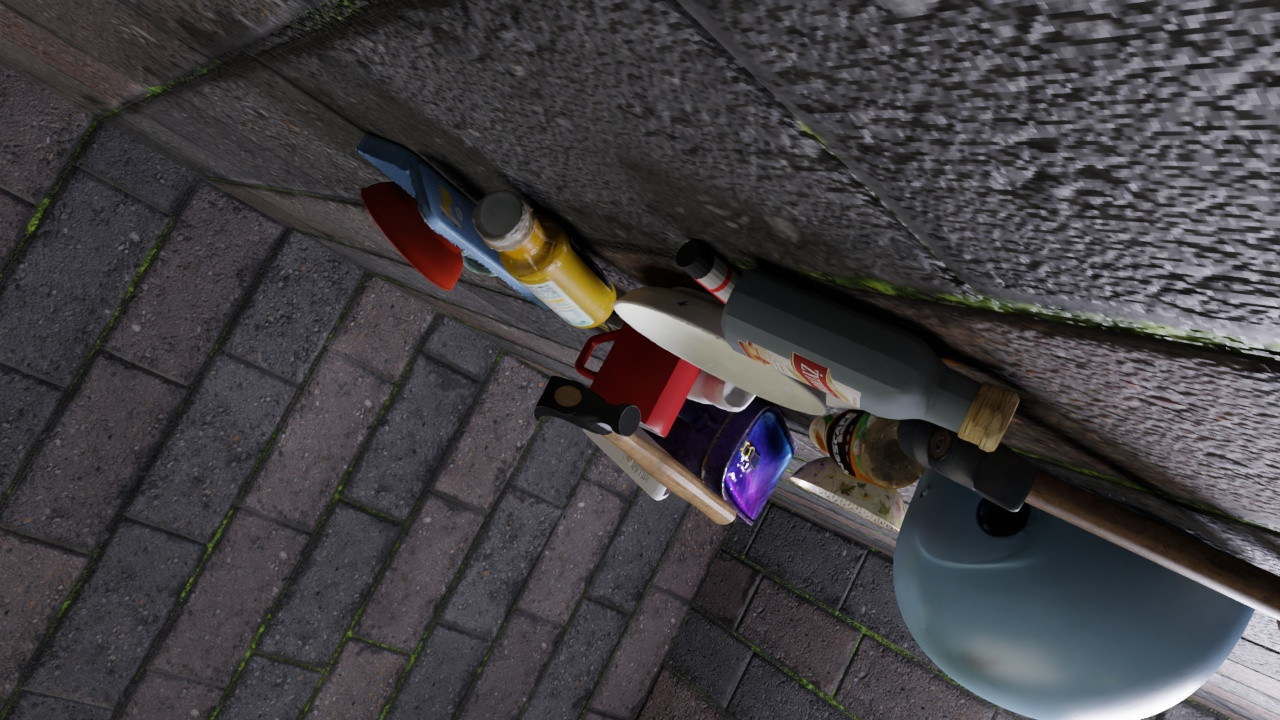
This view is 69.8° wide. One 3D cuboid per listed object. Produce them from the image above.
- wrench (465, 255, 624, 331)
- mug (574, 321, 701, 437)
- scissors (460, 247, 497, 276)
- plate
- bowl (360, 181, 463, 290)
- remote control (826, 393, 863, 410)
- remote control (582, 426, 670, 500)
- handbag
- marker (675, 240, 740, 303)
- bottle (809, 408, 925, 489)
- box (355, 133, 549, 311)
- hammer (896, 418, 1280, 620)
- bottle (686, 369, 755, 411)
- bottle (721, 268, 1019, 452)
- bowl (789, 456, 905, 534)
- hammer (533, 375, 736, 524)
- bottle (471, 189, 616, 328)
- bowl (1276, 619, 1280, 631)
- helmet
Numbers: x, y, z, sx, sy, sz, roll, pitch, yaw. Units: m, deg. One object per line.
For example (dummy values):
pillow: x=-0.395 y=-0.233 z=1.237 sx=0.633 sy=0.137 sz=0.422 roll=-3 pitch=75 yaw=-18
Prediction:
wrench: x=-0.126 y=-0.088 z=1.015 sx=0.273 sy=0.018 sz=0.083 roll=26 pitch=173 yaw=18
mug: x=-0.005 y=0.005 z=0.892 sx=0.116 sy=0.096 sz=0.080 roll=25 pitch=173 yaw=22
scissors: x=-0.125 y=-0.092 z=0.957 sx=0.174 sy=0.033 sz=0.065 roll=18 pitch=148 yaw=16
plate: x=0.067 y=-0.014 z=0.709 sx=0.182 sy=0.034 sz=0.182 roll=28 pitch=174 yaw=3
bowl: x=-0.205 y=-0.123 z=0.856 sx=0.122 sy=0.035 sz=0.122 roll=51 pitch=-175 yaw=-7
remote control: x=0.159 y=0.024 z=0.724 sx=0.043 sy=0.013 sz=0.136 roll=29 pitch=174 yaw=-10
remote control: x=-0.013 y=0.101 z=1.064 sx=0.138 sy=0.025 sz=0.060 roll=42 pitch=139 yaw=18
handbag: x=0.065 y=0.086 z=1.110 sx=0.205 sy=0.125 sz=0.222 roll=23 pitch=164 yaw=37
marker: x=0.074 y=-0.033 z=0.591 sx=0.145 sy=0.019 sz=0.019 roll=33 pitch=172 yaw=-41
bottle: x=0.182 y=0.067 z=0.769 sx=0.059 sy=0.059 sz=0.167 roll=29 pitch=177 yaw=-7
box: x=-0.148 y=-0.118 z=0.796 sx=0.126 sy=0.039 sz=0.209 roll=43 pitch=-178 yaw=28
hammer: x=0.320 y=0.113 z=0.562 sx=0.321 sy=0.040 sz=0.129 roll=24 pitch=-174 yaw=-10
bottle: x=0.072 y=0.023 z=0.956 sx=0.044 sy=0.044 sz=0.136 roll=30 pitch=174 yaw=-21
bottle: x=0.128 y=0.002 z=0.517 sx=0.161 sy=0.046 sz=0.072 roll=26 pitch=174 yaw=20
bowl: x=0.251 y=0.142 z=1.058 sx=0.145 sy=0.063 sz=0.145 roll=28 pitch=175 yaw=3
hammer: x=0.011 y=0.099 z=0.906 sx=0.132 sy=0.040 sz=0.305 roll=15 pitch=163 yaw=39
bottle: x=-0.072 y=-0.076 z=0.714 sx=0.053 sy=0.053 sz=0.186 roll=26 pitch=173 yaw=22
bowl: x=0.526 y=0.224 z=0.670 sx=0.119 sy=0.032 sz=0.119 roll=28 pitch=174 yaw=3
helmet: x=0.321 y=0.192 z=0.717 sx=0.225 sy=0.166 sz=0.266 roll=37 pitch=157 yaw=-24
